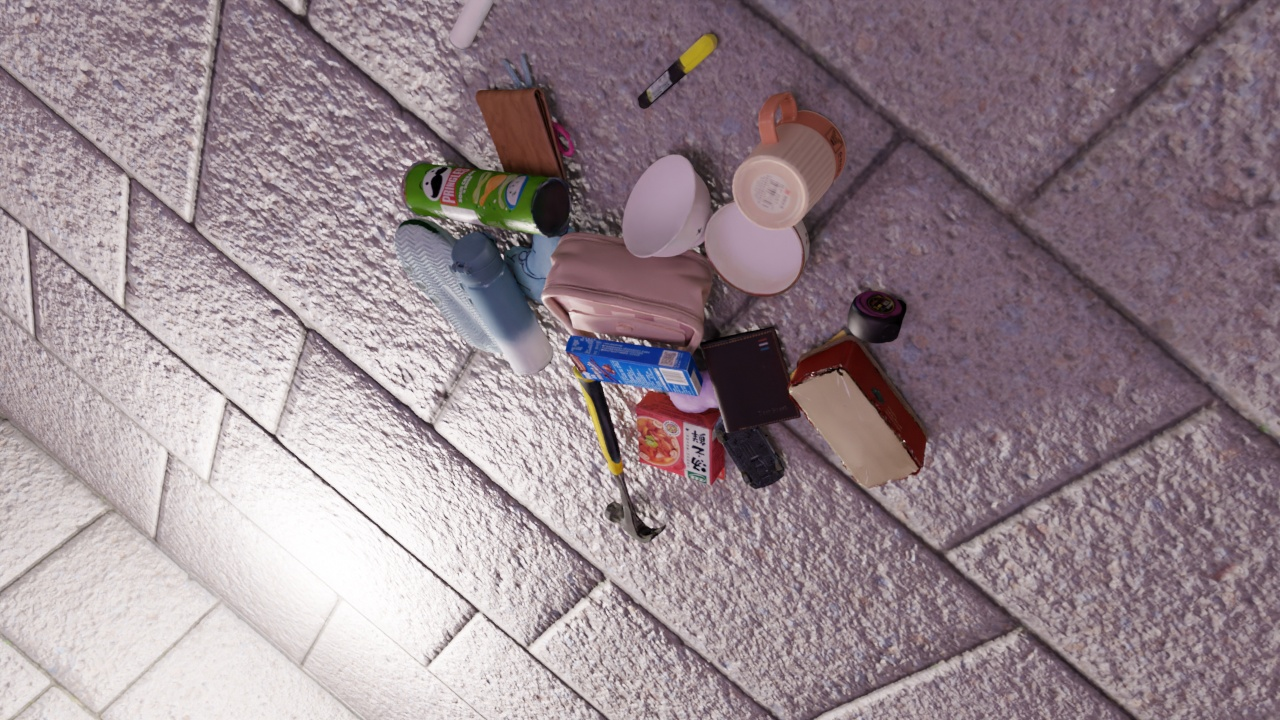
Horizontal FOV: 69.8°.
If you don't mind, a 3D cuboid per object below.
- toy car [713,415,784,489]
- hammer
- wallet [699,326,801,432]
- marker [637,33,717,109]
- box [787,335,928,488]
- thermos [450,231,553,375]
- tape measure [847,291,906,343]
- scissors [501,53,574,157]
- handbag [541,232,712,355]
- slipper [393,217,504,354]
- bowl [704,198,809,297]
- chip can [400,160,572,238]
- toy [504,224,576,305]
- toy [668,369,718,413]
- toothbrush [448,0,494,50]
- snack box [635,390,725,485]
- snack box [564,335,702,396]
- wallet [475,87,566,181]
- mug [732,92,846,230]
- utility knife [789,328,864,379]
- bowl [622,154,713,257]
[{"bbox_3d":[0.141,0.113,1.185,0.054,0.036,0.120,-28,113,16],"label":"toy car"},{"bbox_3d":[-0.036,0.137,1.292,0.126,0.031,0.324,28,143,43],"label":"hammer"},{"bbox_3d":[0.133,0.024,1.113,0.096,0.020,0.122,-12,109,21],"label":"wallet"},{"bbox_3d":[0.036,-0.299,0.953,0.018,0.015,0.124,50,138,-9],"label":"marker"},{"bbox_3d":[0.245,0.066,1.042,0.092,0.079,0.168,-26,111,40],"label":"box"},{"bbox_3d":[-0.179,-0.072,1.201,0.070,0.070,0.221,10,145,28],"label":"thermos"},{"bbox_3d":[0.250,-0.044,0.978,0.058,0.056,0.039,16,133,12],"label":"tape measure"},{"bbox_3d":[-0.130,-0.290,1.072,0.096,0.017,0.137,-19,109,49],"label":"scissors"},{"bbox_3d":[-0.013,-0.048,1.124,0.193,0.093,0.234,12,152,8],"label":"handbag"},{"bbox_3d":[-0.237,-0.104,1.256,0.104,0.074,0.245,2,141,32],"label":"slipper"},{"bbox_3d":[0.131,-0.131,0.986,0.113,0.062,0.114,17,131,21],"label":"bowl"},{"bbox_3d":[-0.190,-0.198,1.120,0.236,0.072,0.072,15,131,36],"label":"chip can"},{"bbox_3d":[-0.109,-0.121,1.168,0.156,0.049,0.161,11,139,25],"label":"toy"},{"bbox_3d":[0.081,0.035,1.167,0.108,0.038,0.084,-14,117,34],"label":"toy"},{"bbox_3d":[-0.152,-0.417,0.975,0.026,0.026,0.222,23,141,-22],"label":"toothbrush"},{"bbox_3d":[0.055,0.114,1.246,0.113,0.044,0.127,15,131,24],"label":"snack box"},{"bbox_3d":[-0.007,0.007,1.127,0.157,0.026,0.084,9,159,19],"label":"snack box"},{"bbox_3d":[-0.139,-0.263,1.077,0.101,0.020,0.115,12,131,40],"label":"wallet"},{"bbox_3d":[0.142,-0.199,0.893,0.082,0.105,0.115,2,125,33],"label":"mug"},{"bbox_3d":[0.207,0.010,1.086,0.031,0.018,0.174,45,141,4],"label":"utility knife"},{"bbox_3d":[0.042,-0.160,1.013,0.064,0.118,0.119,18,150,-37],"label":"bowl"}]
